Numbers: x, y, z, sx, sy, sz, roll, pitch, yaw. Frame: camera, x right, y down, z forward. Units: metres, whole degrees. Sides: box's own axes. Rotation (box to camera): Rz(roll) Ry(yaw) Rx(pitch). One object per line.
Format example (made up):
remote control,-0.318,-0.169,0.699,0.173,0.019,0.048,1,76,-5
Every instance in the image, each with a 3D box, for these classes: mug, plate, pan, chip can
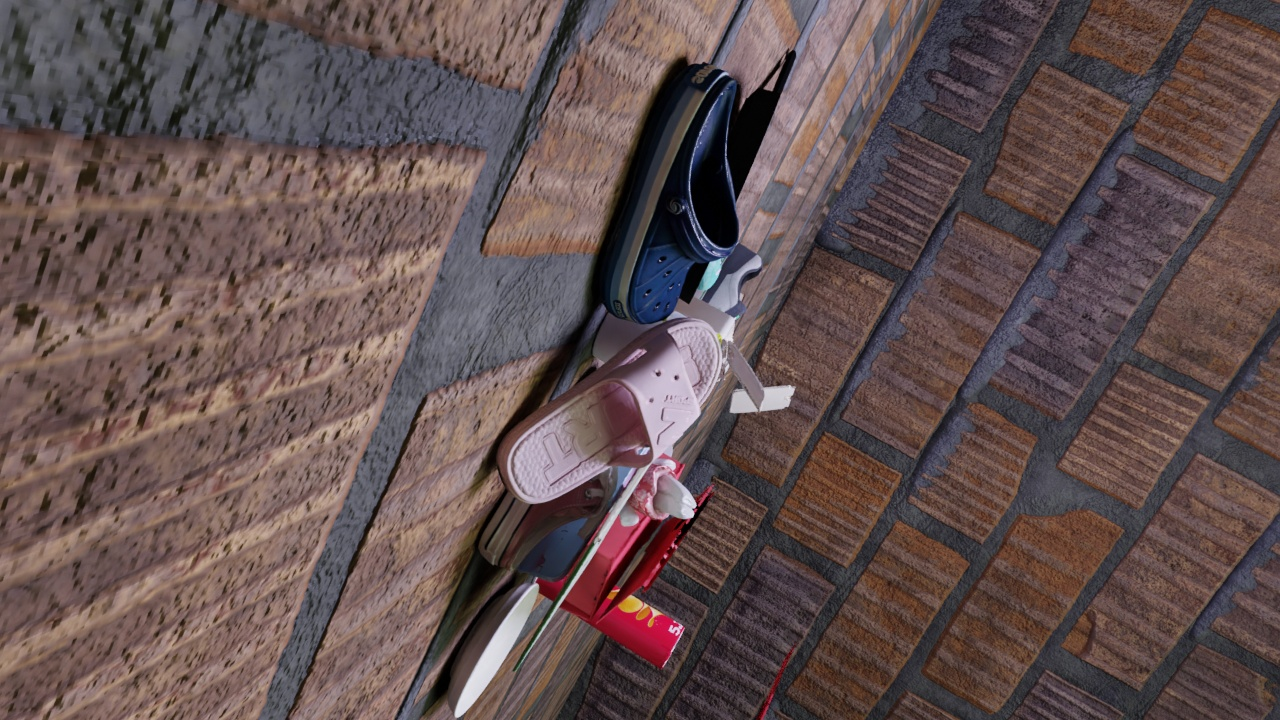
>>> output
mug,0.017,-0.014,0.921,0.082,0.106,0.083,-58,170,-16
plate,-0.188,0.348,1.131,0.182,0.034,0.182,-58,170,-16
pan,0.104,-0.217,0.960,0.226,0.034,0.355,113,0,-58
chip can,-0.048,0.357,1.323,0.069,0.220,0.069,-58,170,-17

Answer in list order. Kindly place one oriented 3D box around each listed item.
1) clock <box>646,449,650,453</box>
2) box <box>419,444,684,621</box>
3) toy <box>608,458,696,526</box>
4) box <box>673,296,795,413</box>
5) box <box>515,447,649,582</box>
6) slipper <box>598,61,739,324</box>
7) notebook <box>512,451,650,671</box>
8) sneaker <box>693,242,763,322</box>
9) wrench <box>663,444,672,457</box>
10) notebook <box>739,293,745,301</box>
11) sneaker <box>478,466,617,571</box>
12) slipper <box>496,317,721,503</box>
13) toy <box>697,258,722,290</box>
clock,-0.033,0.142,1.268,0.116,0.060,0.161,-57,168,-15
box,-0.118,0.195,1.265,0.213,0.326,0.153,-46,146,-46
toy,-0.017,0.150,1.105,0.084,0.195,0.158,50,57,-37
box,0.098,0.005,1.141,0.068,0.191,0.144,-56,163,-19
box,-0.077,0.141,1.023,0.077,0.096,0.213,-27,-157,54
slipper,0.036,-0.119,0.765,0.104,0.095,0.253,-55,166,-45
notebook,-0.054,0.204,0.970,0.181,0.010,0.253,-51,172,-50
sneaker,0.096,-0.058,1.289,0.235,0.079,0.084,-59,171,-6
wrench,-0.045,0.190,1.361,0.272,0.087,0.018,-41,160,-36
notebook,0.084,0.021,1.381,0.248,0.014,0.179,-64,-173,-33
sneaker,-0.064,0.114,0.928,0.240,0.088,0.118,-57,170,-23
slipper,-0.012,0.049,0.805,0.238,0.064,0.094,-33,115,-22
toy,0.094,-0.134,1.209,0.105,0.033,0.084,98,13,-63
